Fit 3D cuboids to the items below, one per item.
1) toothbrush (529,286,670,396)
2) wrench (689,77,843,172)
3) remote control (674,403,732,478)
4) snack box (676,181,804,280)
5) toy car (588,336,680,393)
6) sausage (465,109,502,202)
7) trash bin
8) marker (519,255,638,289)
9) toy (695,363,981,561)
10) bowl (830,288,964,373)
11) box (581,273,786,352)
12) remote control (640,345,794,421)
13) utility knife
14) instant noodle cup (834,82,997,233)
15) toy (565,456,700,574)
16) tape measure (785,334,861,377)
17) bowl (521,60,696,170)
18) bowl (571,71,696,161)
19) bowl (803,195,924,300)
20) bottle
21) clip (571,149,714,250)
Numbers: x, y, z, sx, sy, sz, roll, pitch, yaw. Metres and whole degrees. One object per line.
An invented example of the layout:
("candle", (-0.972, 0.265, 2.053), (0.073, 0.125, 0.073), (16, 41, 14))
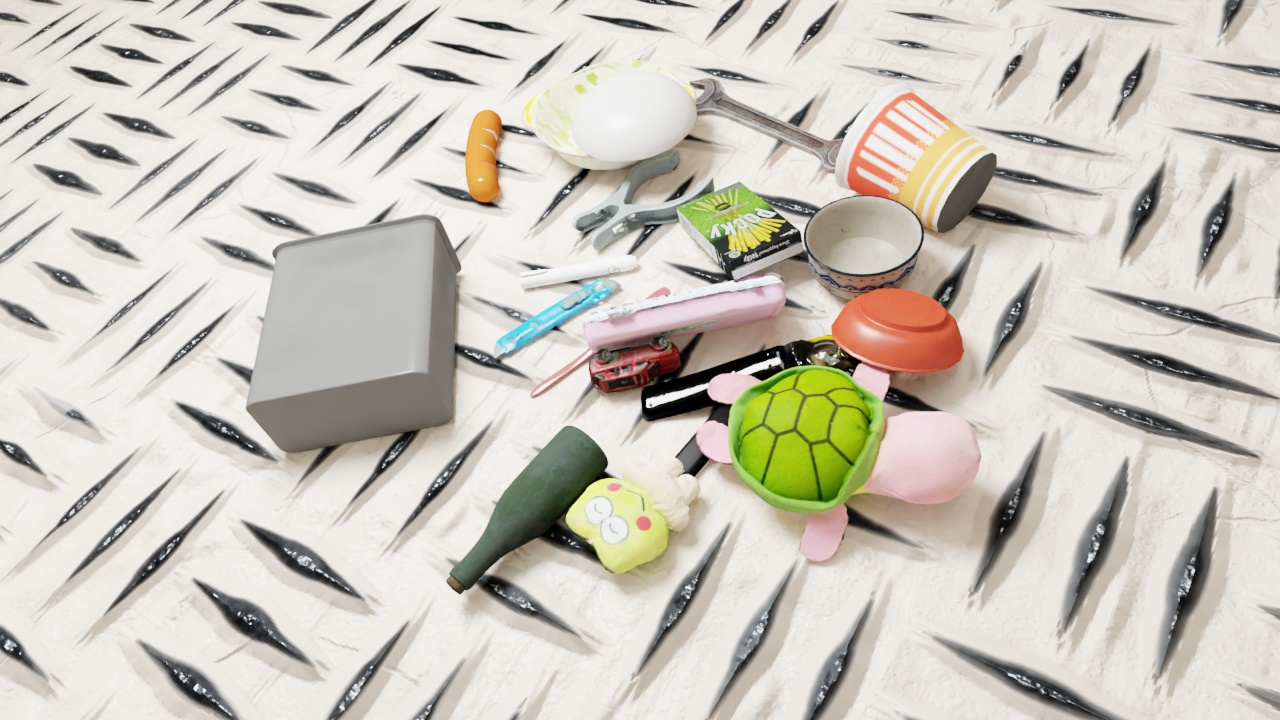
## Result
("toothbrush", (-0.040, -0.017, 0.946), (0.184, 0.016, 0.015), (-38, 53, -14))
("wrench", (0.152, -0.292, 1.130), (0.070, 0.010, 0.273), (-42, 55, -21))
("remote control", (0.068, 0.066, 0.851), (0.028, 0.012, 0.124), (28, 62, 30))
("snack box", (0.103, -0.141, 0.983), (0.080, 0.025, 0.147), (-24, 36, -7))
("toy car", (-0.005, 0.005, 0.899), (0.091, 0.042, 0.036), (-16, 57, 0))
("sausage", (-0.199, -0.260, 1.162), (0.044, 0.039, 0.164), (-10, 50, 5))
("trash bin", (-0.292, -0.032, 0.959), (0.192, 0.098, 0.219), (-11, 51, 4))
("marker", (-0.068, -0.099, 1.013), (0.133, 0.020, 0.017), (-10, 48, 5))
("toy", (0.161, 0.070, 0.778), (0.238, 0.088, 0.189), (15, 63, 23))
("bowl", (0.241, -0.035, 0.851), (0.122, 0.035, 0.121), (2, 31, -2))
("box", (0.041, -0.050, 0.902), (0.202, 0.086, 0.044), (-12, 83, -1))
("remote control", (0.070, 0.021, 0.868), (0.152, 0.020, 0.041), (-18, 50, 17))
("utility knife", (-0.092, -0.048, 0.981), (0.158, 0.015, 0.031), (-34, 48, -14))
("instant noodle cup", (0.292, -0.205, 0.962), (0.123, 0.123, 0.121), (-38, 61, -19))
("toy", (-0.002, 0.128, 0.794), (0.115, 0.046, 0.092), (-35, 54, -19))
("tape measure", (0.175, 0.007, 0.859), (0.062, 0.038, 0.067), (-16, 49, -2))
("bowl", (-0.035, -0.295, 1.141), (0.219, 0.060, 0.188), (0, 52, 14))
("bowl", (-0.011, -0.296, 1.068), (0.149, 0.043, 0.149), (-7, 51, 8))
("bowl", (0.224, -0.107, 0.928), (0.115, 0.059, 0.115), (-6, 50, 7))
("bottle", (-0.103, 0.135, 0.807), (0.055, 0.055, 0.173), (30, 64, 31))
("clip", (0.019, -0.170, 1.047), (0.171, 0.029, 0.143), (-41, 52, -19))
